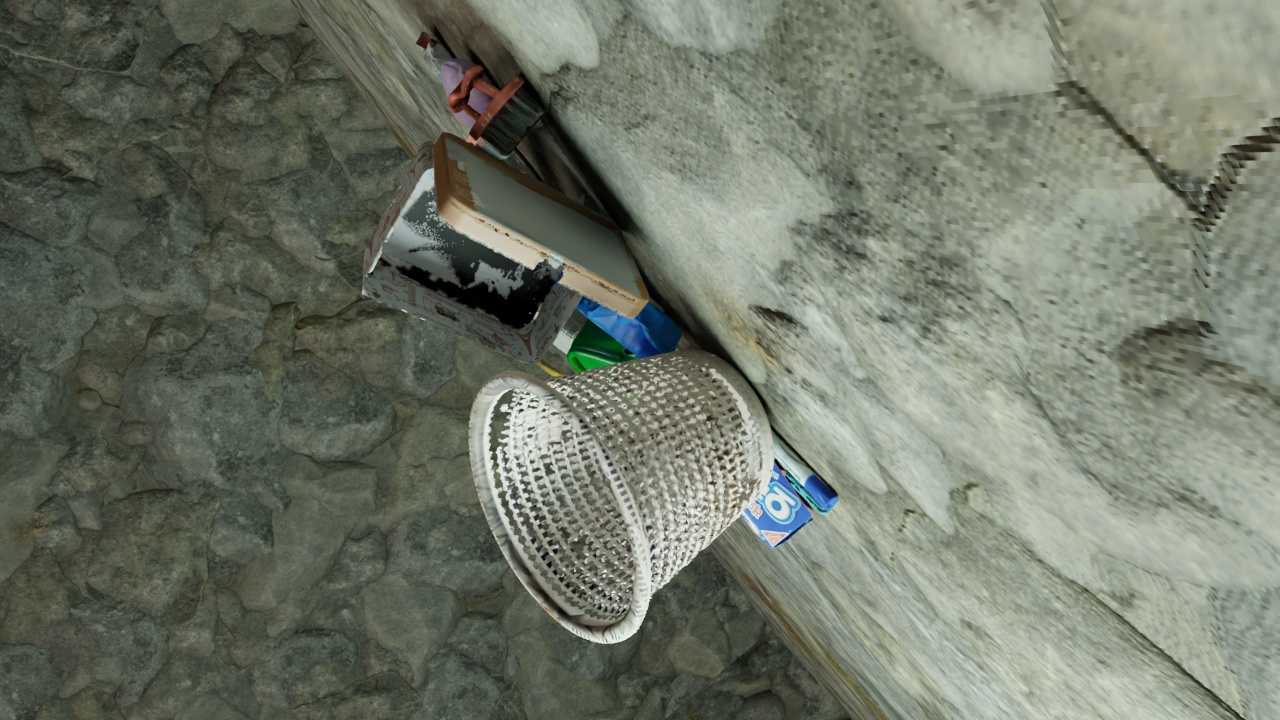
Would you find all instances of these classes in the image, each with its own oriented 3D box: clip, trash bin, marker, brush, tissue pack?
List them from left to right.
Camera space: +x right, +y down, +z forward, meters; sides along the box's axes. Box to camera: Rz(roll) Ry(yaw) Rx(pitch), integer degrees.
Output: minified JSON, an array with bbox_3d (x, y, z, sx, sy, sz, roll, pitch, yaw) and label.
[{"bbox_3d":[-0.123,-0.203,0.750,0.069,0.063,0.146,39,175,-14],"label":"brush"},{"bbox_3d":[-0.025,-0.055,0.881,0.095,0.052,0.157,38,-179,-31],"label":"tissue pack"},{"bbox_3d":[-0.003,0.088,0.766,0.228,0.191,0.228,28,129,41],"label":"trash bin"},{"bbox_3d":[0.119,0.075,0.808,0.146,0.017,0.017,47,173,32],"label":"marker"},{"bbox_3d":[0.152,0.118,0.828,0.057,0.015,0.049,47,170,44],"label":"clip"}]

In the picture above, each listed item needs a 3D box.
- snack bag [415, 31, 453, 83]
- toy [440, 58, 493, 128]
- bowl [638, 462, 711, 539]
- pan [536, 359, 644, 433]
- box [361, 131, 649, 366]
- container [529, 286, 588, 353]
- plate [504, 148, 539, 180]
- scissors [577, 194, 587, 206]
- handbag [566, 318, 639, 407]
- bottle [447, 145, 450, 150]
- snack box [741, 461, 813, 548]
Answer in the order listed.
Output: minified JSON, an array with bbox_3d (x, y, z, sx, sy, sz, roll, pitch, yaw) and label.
[{"bbox_3d":[-0.189,-0.284,0.931,0.104,0.026,0.048,54,167,-16],"label":"snack bag"},{"bbox_3d":[-0.156,-0.245,0.864,0.084,0.039,0.108,33,168,6],"label":"toy"},{"bbox_3d":[0.049,0.157,1.071,0.064,0.118,0.118,13,-170,-22],"label":"bowl"},{"bbox_3d":[-0.018,0.070,1.232,0.357,0.078,0.197,42,179,20],"label":"pan"},{"bbox_3d":[-0.114,-0.072,0.750,0.183,0.157,0.192,24,-159,-26],"label":"box"},{"bbox_3d":[-0.062,-0.047,1.092,0.114,0.090,0.090,41,168,48],"label":"container"},{"bbox_3d":[-0.148,-0.183,1.049,0.179,0.024,0.180,45,159,23],"label":"plate"},{"bbox_3d":[-0.072,-0.119,0.899,0.171,0.014,0.159,-6,154,45],"label":"scissors"},{"bbox_3d":[-0.006,0.006,0.994,0.120,0.067,0.131,12,152,36],"label":"handbag"},{"bbox_3d":[-0.140,-0.160,0.892,0.057,0.057,0.174,49,-166,26],"label":"bottle"},{"bbox_3d":[0.090,0.091,0.916,0.207,0.057,0.058,54,174,-13],"label":"snack box"}]
